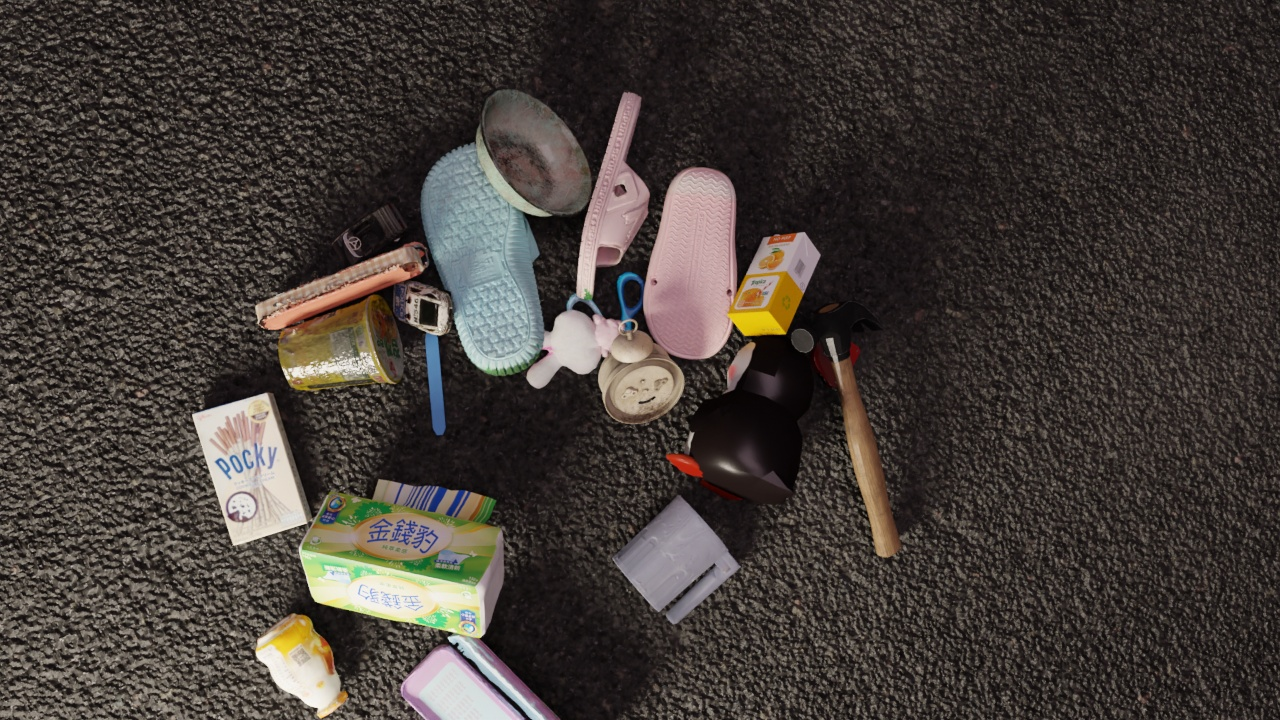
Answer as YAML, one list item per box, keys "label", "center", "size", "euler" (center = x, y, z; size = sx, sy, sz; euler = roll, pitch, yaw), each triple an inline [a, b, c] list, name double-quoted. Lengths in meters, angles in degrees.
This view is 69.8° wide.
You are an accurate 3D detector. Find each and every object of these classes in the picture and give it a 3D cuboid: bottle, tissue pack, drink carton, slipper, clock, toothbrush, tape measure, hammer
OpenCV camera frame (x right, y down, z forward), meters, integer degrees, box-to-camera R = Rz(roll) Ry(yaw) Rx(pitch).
- label: "bottle"
  center: [-0.357, 0.326, 0.978]
  size: [0.063, 0.063, 0.109]
  euler: [-35, 95, -8]
- label: "tissue pack"
  center: [-0.237, 0.190, 0.973]
  size: [0.197, 0.120, 0.141]
  euler: [16, 44, 0]
- label: "drink carton"
  center: [0.154, -0.089, 1.044]
  size: [0.040, 0.059, 0.122]
  euler: [46, 60, -34]
- label: "slipper"
  center: [-0.020, -0.182, 1.029]
  size: [0.064, 0.094, 0.239]
  euler: [14, 83, -2]
- label: "clock"
  center: [-0.006, 0.006, 1.016]
  size: [0.093, 0.054, 0.141]
  euler: [-19, 132, -8]
- label: "toothbrush"
  center: [-0.233, 0.001, 1.034]
  size: [0.016, 0.014, 0.166]
  euler: [-5, 92, -8]
- label: "slipper"
  center: [-0.170, -0.110, 1.017]
  size: [0.116, 0.069, 0.276]
  euler: [-15, 75, -4]
- label: "tape measure"
  center: [0.227, -0.001, 1.091]
  size: [0.051, 0.019, 0.059]
  euler: [31, 83, -7]
- label: "slipper"
  center: [0.059, -0.111, 1.055]
  size: [0.107, 0.055, 0.221]
  euler: [5, 96, -6]
- label: "hammer"
  center: [0.254, 0.082, 1.053]
  size: [0.132, 0.040, 0.305]
  euler: [-31, 110, -42]

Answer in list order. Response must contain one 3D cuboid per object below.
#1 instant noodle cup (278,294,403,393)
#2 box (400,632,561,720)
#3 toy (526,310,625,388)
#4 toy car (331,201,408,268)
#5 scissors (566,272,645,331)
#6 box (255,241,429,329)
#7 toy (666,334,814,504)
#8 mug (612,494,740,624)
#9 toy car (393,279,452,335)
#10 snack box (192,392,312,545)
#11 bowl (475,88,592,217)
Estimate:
- label: "instant noodle cup"
  center: [-0.321, -0.012, 0.985]
  size: [0.108, 0.102, 0.102]
  euler: [-12, 89, 2]
- label: "box"
  center: [-0.148, 0.390, 1.003]
  size: [0.214, 0.062, 0.140]
  euler: [46, 117, -4]
- label: "toy"
  center: [-0.076, -0.019, 1.040]
  size: [0.125, 0.037, 0.076]
  euler: [-19, 98, 2]
- label: "toy car"
  center: [-0.298, -0.135, 1.003]
  size: [0.092, 0.037, 0.040]
  euler: [-29, 94, 25]
- label: "scissors"
  center: [-0.013, -0.039, 1.064]
  size: [0.113, 0.013, 0.140]
  euler: [-40, 91, -5]
- label: "box"
  center: [-0.318, -0.084, 0.980]
  size: [0.187, 0.076, 0.055]
  euler: [-21, 123, 2]
- label: "toy"
  center: [0.139, 0.060, 1.019]
  size: [0.159, 0.140, 0.183]
  euler: [38, 68, -41]
- label: "mug"
  center: [0.043, 0.229, 1.034]
  size: [0.104, 0.084, 0.124]
  euler: [-41, 120, -7]
- label: "toy car"
  center: [-0.241, -0.059, 0.989]
  size: [0.040, 0.113, 0.048]
  euler: [-7, 108, -43]
- label: "snack box"
  center: [-0.420, 0.116, 0.995]
  size: [0.082, 0.026, 0.150]
  euler: [-18, 91, -8]
- label: "bowl"
  center: [-0.123, -0.220, 1.009]
  size: [0.157, 0.039, 0.157]
  euler: [29, 48, -37]
